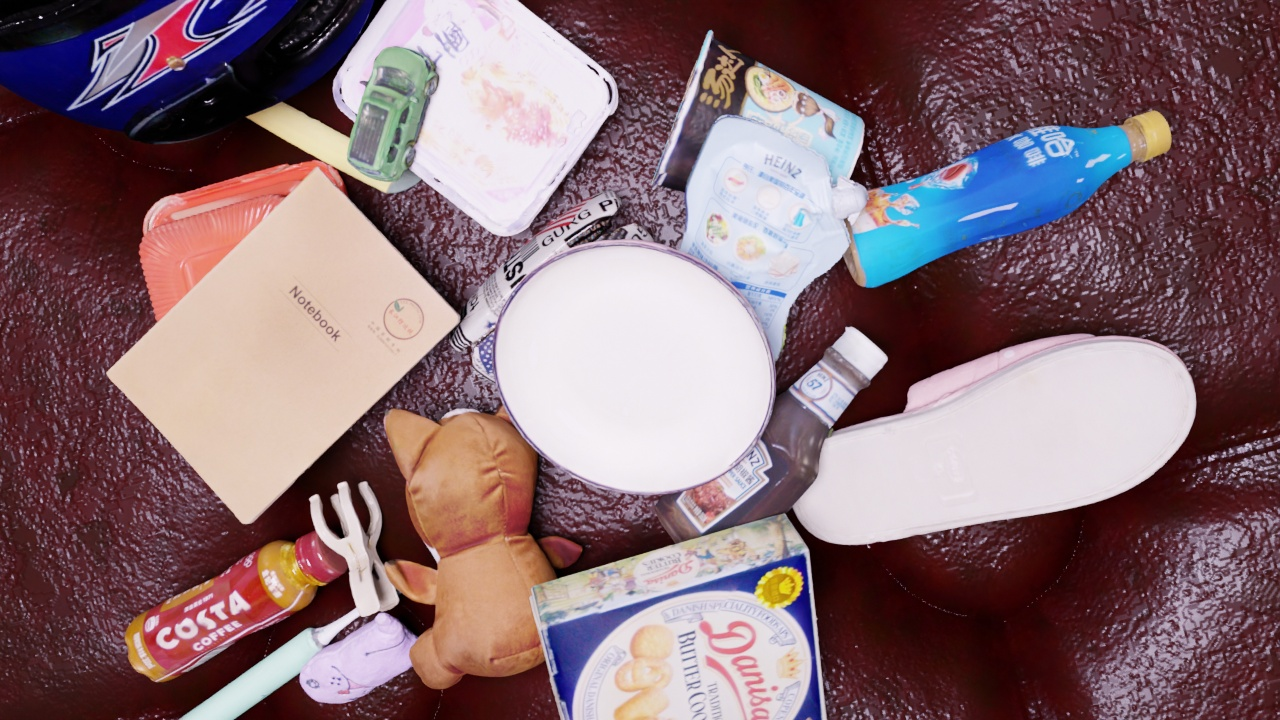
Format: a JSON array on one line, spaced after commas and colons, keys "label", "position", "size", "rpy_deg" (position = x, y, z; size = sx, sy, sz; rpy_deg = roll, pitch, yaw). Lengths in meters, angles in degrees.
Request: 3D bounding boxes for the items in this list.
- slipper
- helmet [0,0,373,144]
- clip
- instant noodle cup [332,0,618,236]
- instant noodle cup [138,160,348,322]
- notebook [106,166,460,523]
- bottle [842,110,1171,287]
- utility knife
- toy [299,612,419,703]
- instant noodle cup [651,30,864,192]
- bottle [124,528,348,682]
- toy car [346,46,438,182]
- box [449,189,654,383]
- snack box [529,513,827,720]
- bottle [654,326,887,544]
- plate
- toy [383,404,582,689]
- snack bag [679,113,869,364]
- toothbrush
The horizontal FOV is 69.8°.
[{"label": "slipper", "position": [0.235, 0.059, 0.640], "size": [0.275, 0.054, 0.114], "rpy_deg": [-22, 88, 19]}, {"label": "helmet", "position": [-0.281, -0.274, 0.573], "size": [0.316, 0.240, 0.247], "rpy_deg": [-12, 91, 18]}, {"label": "clip", "position": [-0.218, 0.139, 0.684], "size": [0.035, 0.082, 0.104], "rpy_deg": [-23, 63, 7]}, {"label": "instant noodle cup", "position": [-0.114, -0.186, 0.658], "size": [0.173, 0.060, 0.138], "rpy_deg": [39, 98, 4]}, {"label": "instant noodle cup", "position": [-0.286, -0.051, 0.679], "size": [0.164, 0.079, 0.188], "rpy_deg": [-16, 88, 3]}, {"label": "notebook", "position": [-0.247, -0.010, 0.632], "size": [0.207, 0.008, 0.148], "rpy_deg": [-43, 88, 2]}, {"label": "bottle", "position": [0.243, -0.114, 0.622], "size": [0.219, 0.065, 0.065], "rpy_deg": [-19, 92, 7]}, {"label": "utility knife", "position": [-0.257, -0.177, 0.693], "size": [0.198, 0.021, 0.030], "rpy_deg": [31, 65, -2]}, {"label": "toy", "position": [-0.210, 0.232, 0.707], "size": [0.108, 0.039, 0.084], "rpy_deg": [-32, 131, 12]}, {"label": "instant noodle cup", "position": [0.082, -0.149, 0.623], "size": [0.120, 0.111, 0.111], "rpy_deg": [20, 96, -3]}, {"label": "bottle", "position": [-0.309, 0.186, 0.709], "size": [0.175, 0.057, 0.057], "rpy_deg": [-29, 91, 7]}, {"label": "toy car", "position": [-0.170, -0.168, 0.619], "size": [0.043, 0.036, 0.091], "rpy_deg": [19, 93, 6]}, {"label": "box", "position": [-0.059, -0.044, 0.667], "size": [0.163, 0.076, 0.087], "rpy_deg": [-39, 109, 5]}, {"label": "snack box", "position": [0.032, 0.210, 0.626], "size": [0.182, 0.045, 0.178], "rpy_deg": [-14, 116, -8]}, {"label": "bottle", "position": [0.095, 0.060, 0.648], "size": [0.195, 0.080, 0.044], "rpy_deg": [-48, 132, 7]}, {"label": "plate", "position": [-0.004, 0.004, 0.624], "size": [0.192, 0.039, 0.193], "rpy_deg": [6, 119, 10]}, {"label": "toy", "position": [-0.117, 0.124, 0.664], "size": [0.131, 0.139, 0.199], "rpy_deg": [-9, 93, 48]}, {"label": "snack bag", "position": [0.066, -0.063, 0.610], "size": [0.110, 0.038, 0.191], "rpy_deg": [30, 130, 6]}, {"label": "toothbrush", "position": [-0.280, 0.239, 0.726], "size": [0.225, 0.027, 0.026], "rpy_deg": [-36, 61, 8]}]
